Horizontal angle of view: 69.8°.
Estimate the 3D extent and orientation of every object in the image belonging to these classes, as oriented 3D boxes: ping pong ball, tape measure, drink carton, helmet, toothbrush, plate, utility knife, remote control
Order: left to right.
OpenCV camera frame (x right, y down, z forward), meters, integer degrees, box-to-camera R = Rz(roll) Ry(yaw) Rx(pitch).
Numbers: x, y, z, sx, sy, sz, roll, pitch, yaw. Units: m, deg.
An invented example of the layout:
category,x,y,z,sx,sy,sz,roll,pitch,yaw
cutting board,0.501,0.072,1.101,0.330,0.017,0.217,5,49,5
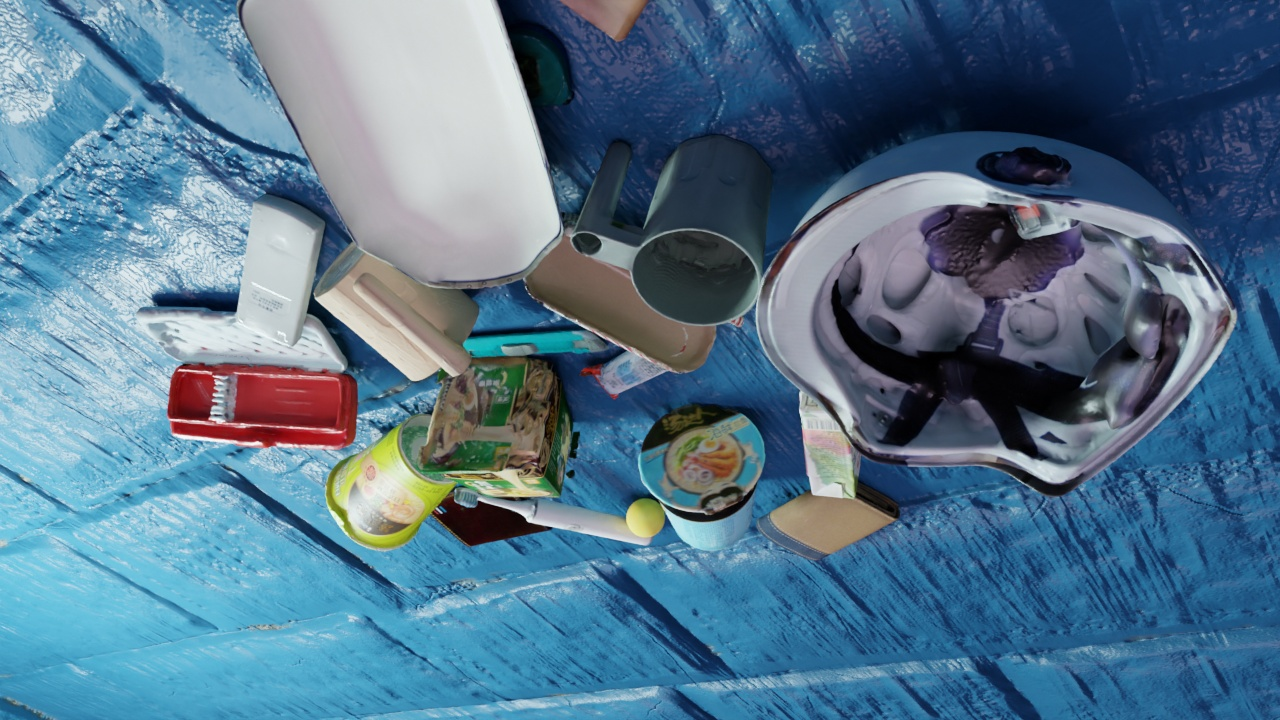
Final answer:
category,x,y,z,sx,sy,sz,roll,pitch,yaw
remote control,-0.302,-0.073,0.766,0.056,0.019,0.135,24,126,-3
plate,-0.142,-0.156,0.593,0.162,0.034,0.266,-4,135,13
utility knife,-0.118,-0.012,0.810,0.185,0.013,0.029,-3,137,19
tape measure,-0.074,-0.187,0.589,0.058,0.025,0.055,2,139,12
toothbrush,-0.087,0.159,0.949,0.220,0.026,0.027,17,130,-25
ping pong ball,0.005,0.164,0.956,0.040,0.040,0.040,8,139,7
drink carton,0.162,0.063,0.787,0.045,0.053,0.123,3,139,19
helmet,0.211,-0.049,0.574,0.259,0.145,0.230,15,135,7

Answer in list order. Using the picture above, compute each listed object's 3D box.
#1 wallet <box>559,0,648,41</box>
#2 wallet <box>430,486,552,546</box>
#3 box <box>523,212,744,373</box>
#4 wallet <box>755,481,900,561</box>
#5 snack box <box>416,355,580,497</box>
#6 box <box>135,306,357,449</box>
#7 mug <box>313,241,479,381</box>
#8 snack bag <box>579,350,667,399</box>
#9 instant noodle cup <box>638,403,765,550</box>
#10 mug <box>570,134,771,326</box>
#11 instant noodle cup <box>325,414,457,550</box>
category,x,y,z,sx,sy,sz,roll,pitch,yaw
wallet,-0.032,-0.250,0.512,0.115,0.020,0.101,30,136,-14
wallet,-0.173,0.171,1.034,0.123,0.020,0.096,-18,130,29
box,-0.004,-0.051,0.684,0.162,0.075,0.086,29,168,-13
wallet,0.183,0.155,0.904,0.090,0.033,0.116,29,137,-21
snack box,-0.122,0.071,0.841,0.118,0.118,0.106,-2,147,17
box,-0.372,0.012,0.879,0.201,0.069,0.158,3,115,15
mug,-0.189,-0.041,0.722,0.084,0.124,0.103,-48,118,-2
snack bag,-0.005,0.005,0.787,0.106,0.026,0.045,-27,116,36
instant noodle cup,0.061,0.118,0.846,0.111,0.111,0.121,3,145,12
mug,0.025,-0.094,0.607,0.124,0.103,0.084,19,140,-5
instant noodle cup,-0.239,0.116,0.928,0.111,0.111,0.124,34,128,-22
